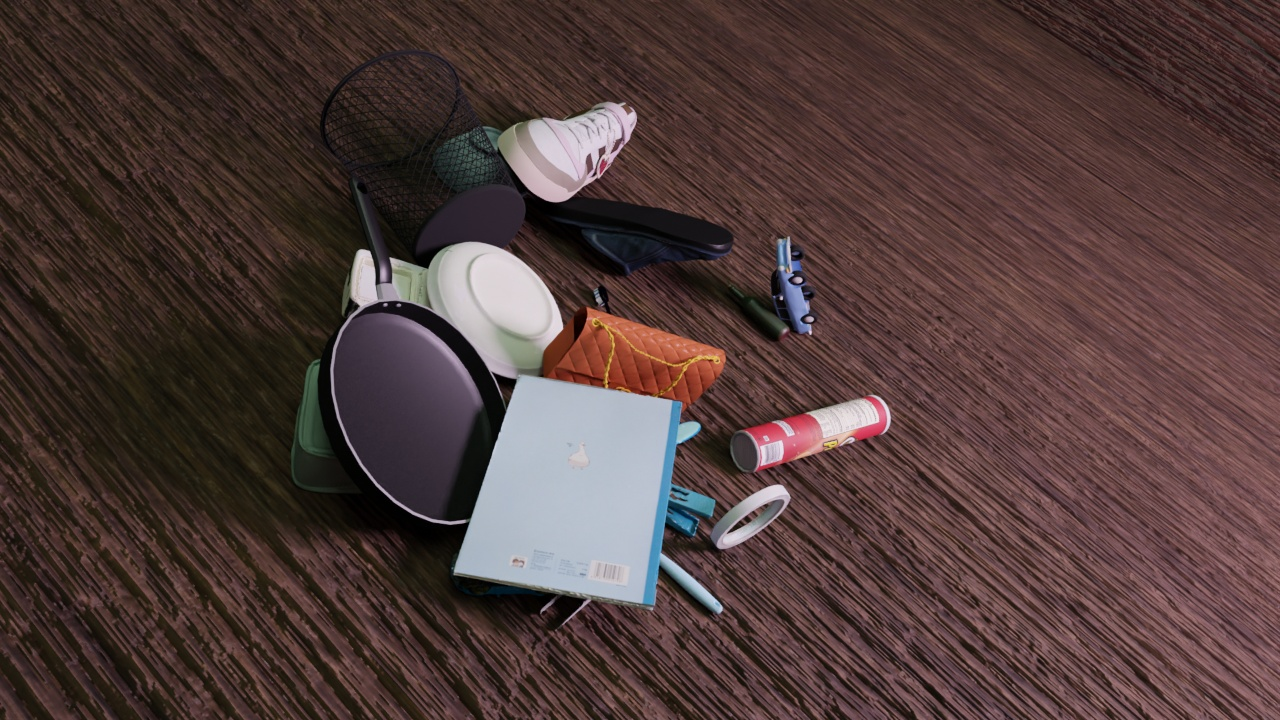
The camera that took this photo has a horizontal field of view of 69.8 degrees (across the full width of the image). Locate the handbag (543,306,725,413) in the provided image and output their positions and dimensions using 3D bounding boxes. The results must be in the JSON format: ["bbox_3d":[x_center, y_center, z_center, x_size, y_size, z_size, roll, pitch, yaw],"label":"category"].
[{"bbox_3d":[-0.006,0.006,1.008,0.171,0.109,0.060,16,49,-26],"label":"handbag"}]

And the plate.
[{"bbox_3d":[-0.154,-0.065,1.038,0.182,0.034,0.182,30,40,-29],"label":"plate"}]

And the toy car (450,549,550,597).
[{"bbox_3d":[-0.123,0.196,0.854,0.105,0.032,0.048,1,48,-5],"label":"toy car"}]

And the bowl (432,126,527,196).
[{"bbox_3d":[-0.209,-0.278,1.245,0.137,0.057,0.136,13,45,-13],"label":"bowl"}]

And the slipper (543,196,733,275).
[{"bbox_3d":[-0.007,-0.155,1.210,0.266,0.084,0.108,14,23,19],"label":"slipper"}]

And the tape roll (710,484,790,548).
[{"bbox_3d":[0.114,0.163,0.951,0.092,0.093,0.013,-16,57,-35],"label":"tape roll"}]

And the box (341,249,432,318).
[{"bbox_3d":[-0.245,-0.043,0.988,0.143,0.044,0.184,15,38,-24],"label":"box"}]

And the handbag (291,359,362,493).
[{"bbox_3d":[-0.277,0.061,0.886,0.106,0.067,0.121,8,46,-20],"label":"handbag"}]

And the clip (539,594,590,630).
[{"bbox_3d":[-0.040,0.214,0.864,0.101,0.060,0.052,-34,88,-42],"label":"clip"}]

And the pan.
[{"bbox_3d":[-0.231,-0.011,0.883,0.225,0.034,0.356,-3,71,-61],"label":"pan"}]

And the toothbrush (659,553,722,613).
[{"bbox_3d":[0.022,0.201,0.928,0.155,0.016,0.022,40,38,14],"label":"toothbrush"}]

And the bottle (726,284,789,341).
[{"bbox_3d":[0.156,-0.067,1.237,0.106,0.025,0.025,44,46,18],"label":"bottle"}]

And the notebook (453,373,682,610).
[{"bbox_3d":[-0.060,0.117,0.894,0.181,0.009,0.252,10,44,2],"label":"notebook"}]

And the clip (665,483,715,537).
[{"bbox_3d":[0.017,0.127,0.938,0.130,0.120,0.030,14,42,7],"label":"clip"}]

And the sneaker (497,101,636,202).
[{"bbox_3d":[-0.078,-0.293,1.217,0.111,0.117,0.293,55,26,-2],"label":"sneaker"}]

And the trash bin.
[{"bbox_3d":[-0.251,-0.228,1.100,0.183,0.185,0.210,-19,65,-37],"label":"trash bin"}]

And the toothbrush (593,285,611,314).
[{"bbox_3d":[-0.031,-0.026,1.118,0.014,0.014,0.167,31,33,-48],"label":"toothbrush"}]

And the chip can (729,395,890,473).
[{"bbox_3d":[0.205,0.086,1.096,0.214,0.052,0.051,-11,55,-32],"label":"chip can"}]

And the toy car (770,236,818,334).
[{"bbox_3d":[0.199,-0.095,1.211,0.055,0.153,0.056,-9,53,16],"label":"toy car"}]

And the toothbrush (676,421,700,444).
[{"bbox_3d":[0.023,0.094,1.029,0.134,0.017,0.022,-26,60,-39],"label":"toothbrush"}]
